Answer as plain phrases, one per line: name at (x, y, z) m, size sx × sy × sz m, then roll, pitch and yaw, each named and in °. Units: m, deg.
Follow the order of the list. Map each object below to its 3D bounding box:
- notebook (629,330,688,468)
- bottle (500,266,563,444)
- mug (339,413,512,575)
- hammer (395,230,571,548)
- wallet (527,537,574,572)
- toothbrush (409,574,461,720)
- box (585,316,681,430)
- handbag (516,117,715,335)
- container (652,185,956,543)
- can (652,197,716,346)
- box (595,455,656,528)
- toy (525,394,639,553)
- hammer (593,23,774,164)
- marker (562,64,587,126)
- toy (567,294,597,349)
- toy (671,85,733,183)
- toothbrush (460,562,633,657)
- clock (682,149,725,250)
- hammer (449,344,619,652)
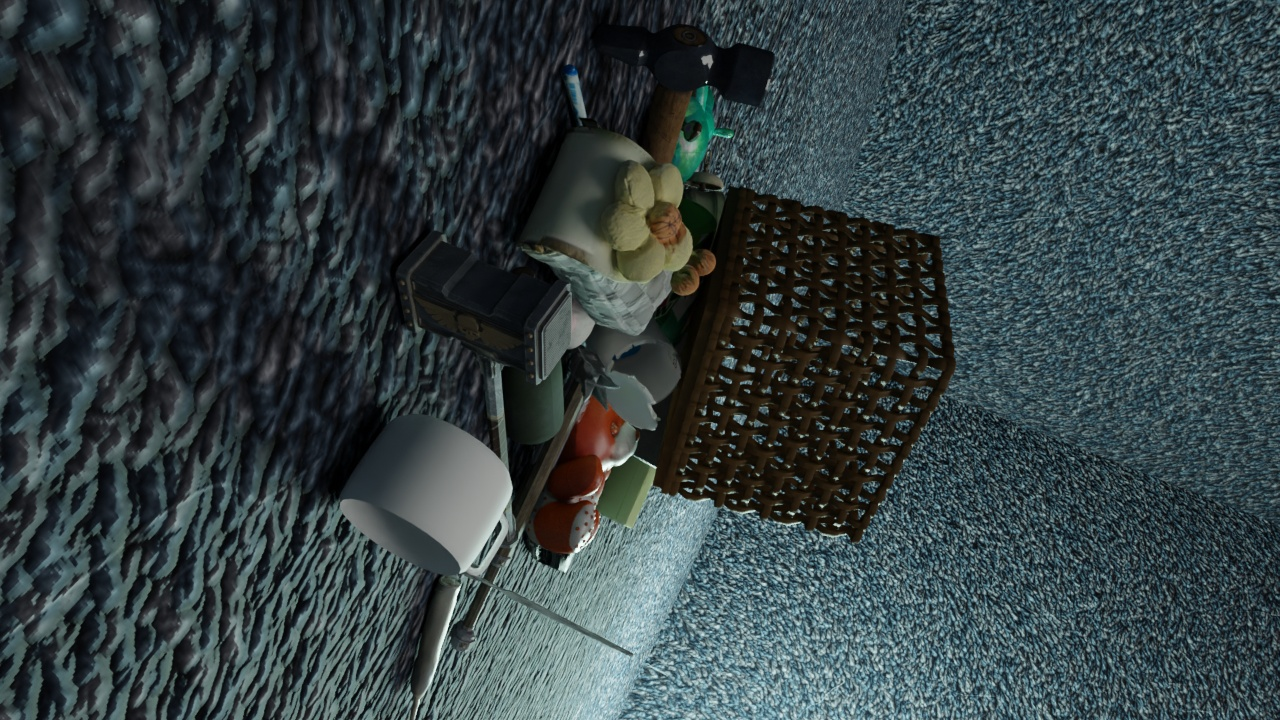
notebook at (0.031, 0.011, 1.157) m, size 0.169 × 0.019 × 0.231 m, roll 36°, pitch 75°, yaw -54°
bottle at (-0.088, -0.005, 0.712) m, size 0.174 × 0.055 × 0.055 m, roll 95°, pitch 22°, yaw -50°
mug at (-0.128, 0.091, 0.588) m, size 0.115 × 0.094 × 0.067 m, roll 51°, pitch 53°, yaw -32°
hammer at (-0.101, 0.053, 0.651) m, size 0.323 × 0.098 × 0.044 m, roll 96°, pitch 21°, yaw -51°
wallet at (-0.079, 0.169, 1.049) m, size 0.131 × 0.054 × 0.101 m, roll -61°, pitch 177°, yaw -28°
toothbrush at (-0.193, 0.276, 0.826) m, size 0.024 × 0.022 × 0.186 m, roll -8°, pitch 119°, yaw -54°
box at (-0.007, 0.008, 0.867) m, size 0.159 × 0.091 × 0.081 m, roll -125°, pitch -162°, yaw -57°
handbag at (-0.009, -0.090, 0.716) m, size 0.112 × 0.123 × 0.171 m, roll -69°, pitch 154°, yaw -15°
container at (0.154, 0.003, 0.924) m, size 0.219 × 0.214 × 0.252 m, roll -75°, pitch 179°, yaw -48°
can at (0.023, -0.090, 0.952) m, size 0.082 × 0.083 × 0.144 m, roll -50°, pitch 158°, yaw -53°
box at (-0.008, 0.137, 1.301) m, size 0.188 × 0.061 × 0.133 m, roll -66°, pitch -171°, yaw -5°
toy at (-0.056, 0.107, 0.918) m, size 0.164 × 0.093 × 0.172 m, roll 66°, pitch 37°, yaw -81°
hammer at (0.005, -0.151, 0.787) m, size 0.323 × 0.129 × 0.040 m, roll 110°, pitch -7°, yaw -59°
marker at (-0.044, -0.177, 0.699) m, size 0.142 × 0.013 × 0.013 m, roll 76°, pitch 38°, yaw -68°
toy at (-0.054, -0.047, 0.814) m, size 0.125 × 0.037 × 0.076 m, roll -40°, pitch 154°, yaw -53°
toy at (0.049, -0.218, 0.893) m, size 0.192 × 0.072 × 0.131 m, roll -64°, pitch 170°, yaw -60°
toothbrush at (-0.086, 0.210, 0.791) m, size 0.010 × 0.181 × 0.010 m, roll -57°, pitch 169°, yaw -50°
clock at (0.060, -0.165, 1.022) m, size 0.093 × 0.054 × 0.141 m, roll -156°, pitch -104°, yaw -77°
hammer at (-0.110, 0.134, 0.853) m, size 0.317 × 0.028 × 0.147 m, roll -64°, pitch -160°, yaw 12°
